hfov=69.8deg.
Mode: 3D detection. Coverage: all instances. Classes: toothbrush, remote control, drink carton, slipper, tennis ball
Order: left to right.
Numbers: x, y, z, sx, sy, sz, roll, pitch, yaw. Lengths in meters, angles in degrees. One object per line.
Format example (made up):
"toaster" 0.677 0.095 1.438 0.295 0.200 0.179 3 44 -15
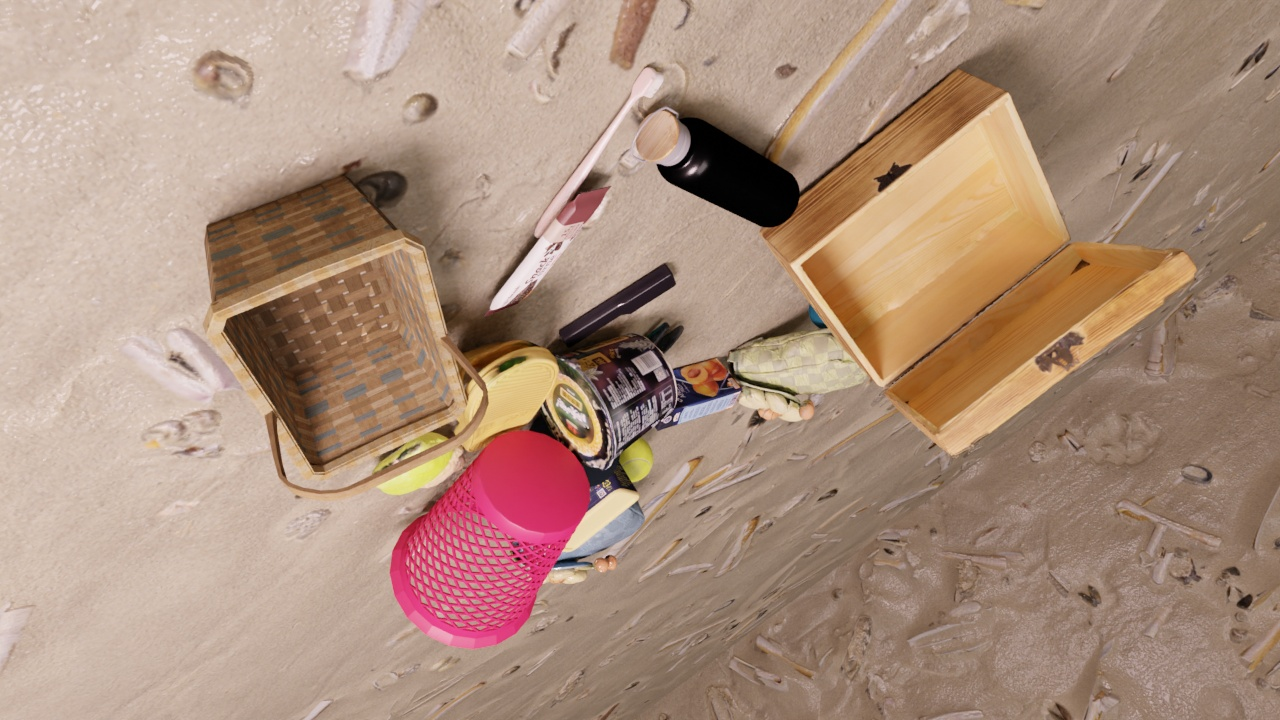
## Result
"slipper" -0.148 0.025 0.921 0.099 0.078 0.264 -24 168 -21
"toothbrush" -0.039 -0.171 0.778 0.018 0.015 0.182 -4 140 -54
"remote control" -0.024 -0.056 0.983 0.136 0.015 0.032 -33 153 -2
"tennis ball" -0.015 0.133 1.249 0.065 0.065 0.065 -26 152 -15
"drink carton" 0.060 0.043 1.184 0.129 0.064 0.040 -15 142 -33

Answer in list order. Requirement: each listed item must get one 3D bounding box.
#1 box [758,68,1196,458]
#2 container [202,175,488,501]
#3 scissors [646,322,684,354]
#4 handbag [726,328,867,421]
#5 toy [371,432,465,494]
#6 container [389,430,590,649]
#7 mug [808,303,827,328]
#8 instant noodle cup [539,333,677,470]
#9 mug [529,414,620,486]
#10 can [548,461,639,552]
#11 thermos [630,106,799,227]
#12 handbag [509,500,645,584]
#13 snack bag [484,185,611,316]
"box" 0.354 -0.068 0.955 0.279 0.315 0.282 -40 128 6
"container" -0.213 0.008 0.693 0.157 0.186 0.250 -25 152 -16
"scissors" 0.000 0.004 1.106 0.140 0.019 0.128 -24 152 -15
"handbag" 0.211 0.025 1.226 0.187 0.116 0.113 -7 161 27
"toy" -0.236 0.115 1.002 0.092 0.046 0.115 -38 160 11
"container" -0.160 0.193 1.035 0.182 0.183 0.226 -9 149 -39
"mug" 0.254 -0.089 1.172 0.078 0.078 0.121 -27 157 -12
"instant noodle cup" -0.032 0.038 1.012 0.112 0.137 0.138 -27 154 -32
"mug" -0.097 0.114 1.110 0.122 0.085 0.094 -33 153 14
"can" -0.084 0.168 1.189 0.135 0.104 0.075 -40 153 12
"thermos" 0.067 -0.176 0.834 0.061 0.061 0.231 -46 151 22
"handbag" -0.085 0.257 1.321 0.192 0.118 0.122 -30 153 4
"snack bag" -0.084 -0.096 0.827 0.158 0.013 0.056 -46 171 30
